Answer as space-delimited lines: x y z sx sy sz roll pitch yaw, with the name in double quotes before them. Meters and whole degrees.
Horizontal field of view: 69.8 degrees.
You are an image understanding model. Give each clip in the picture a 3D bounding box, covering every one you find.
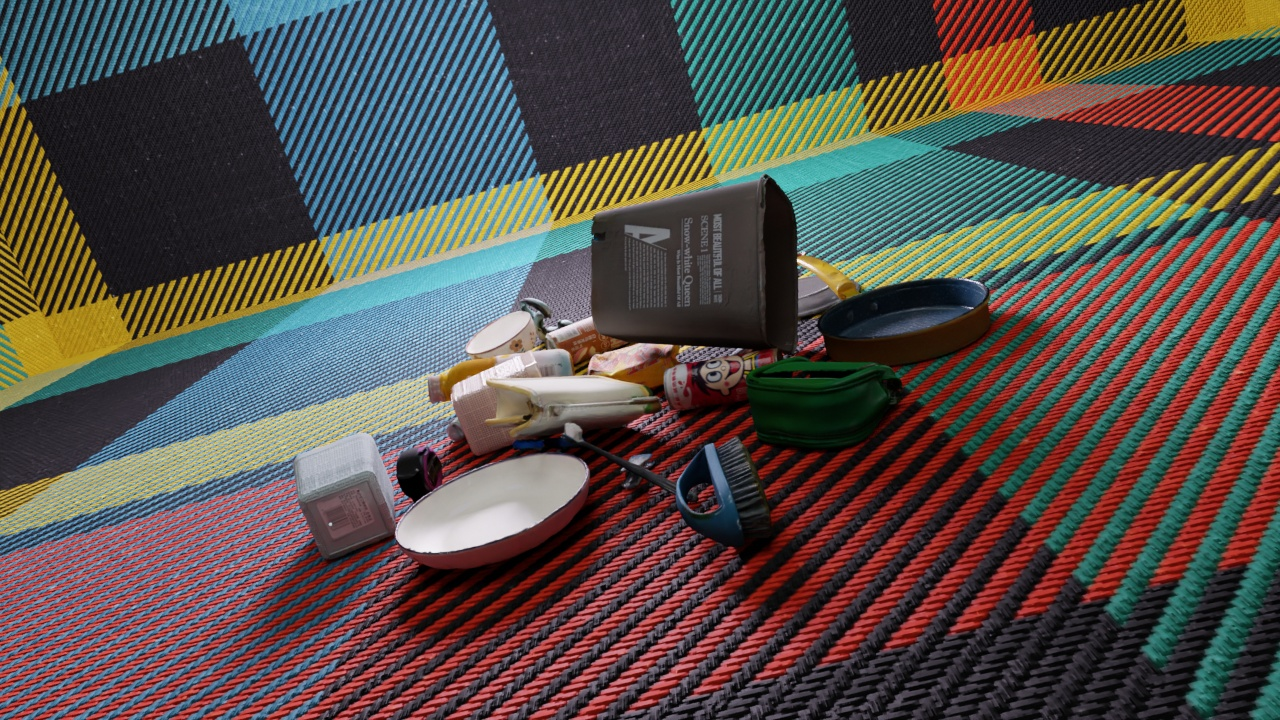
"clip" -0.005 0.108 0.920 0.025 0.032 0.057 -6 16 20

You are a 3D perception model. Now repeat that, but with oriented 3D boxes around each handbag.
"handbag" -0.065 0.053 1.004 0.163 0.063 0.179 -2 4 -38
"handbag" 0.179 0.037 0.910 0.120 0.068 0.131 -20 14 -37

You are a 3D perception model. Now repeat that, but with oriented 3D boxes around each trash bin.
"trash bin" 0.068 -0.105 1.113 0.220 0.199 0.198 -1 -5 20

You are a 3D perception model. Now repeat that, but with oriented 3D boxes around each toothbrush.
"toothbrush" -0.209 0.053 1.271 0.026 0.027 0.224 24 26 6
"toothbrush" -0.013 0.098 0.888 0.181 0.018 0.015 23 24 39

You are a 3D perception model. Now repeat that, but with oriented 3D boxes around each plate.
"plate" -0.136 0.148 0.878 0.192 0.039 0.192 -15 16 4
"plate" 0.232 -0.097 1.343 0.179 0.024 0.179 -15 17 4

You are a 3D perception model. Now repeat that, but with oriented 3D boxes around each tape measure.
"tape measure" -0.244 0.125 1.022 0.039 0.057 0.057 -12 40 10

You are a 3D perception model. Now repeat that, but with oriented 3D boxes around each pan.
"pan" 0.281 -0.080 1.150 0.197 0.078 0.357 -20 17 -13

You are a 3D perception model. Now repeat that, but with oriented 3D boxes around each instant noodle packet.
"instant noodle packet" -0.007 0.007 1.204 0.128 0.044 0.110 -13 21 9

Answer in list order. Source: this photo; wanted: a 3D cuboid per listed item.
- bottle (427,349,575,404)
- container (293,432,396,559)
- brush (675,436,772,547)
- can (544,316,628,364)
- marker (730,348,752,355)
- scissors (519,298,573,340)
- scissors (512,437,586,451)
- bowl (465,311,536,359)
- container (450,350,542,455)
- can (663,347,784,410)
"bottle" -0.182 0.027 1.203 0.189 0.068 0.068 -7 16 -9
"container" -0.311 0.145 0.973 0.089 0.090 0.111 -21 20 -14
"brush" 0.066 0.112 0.775 0.073 0.055 0.143 -15 17 1
"can" -0.067 -0.037 1.371 0.147 0.058 0.058 -22 18 -19
"marker" 0.116 0.001 1.153 0.017 0.017 0.144 -5 21 34
"scissors" -0.140 -0.046 1.475 0.019 0.143 0.180 -59 -1 -18
"scissors" -0.121 0.091 1.012 0.173 0.012 0.132 -5 -3 43
"bowl" -0.207 -0.021 1.423 0.113 0.062 0.113 -23 27 12
"container" -0.167 0.054 1.126 0.111 0.090 0.090 -21 17 -7
"can" 0.096 0.022 1.037 0.133 0.053 0.053 -10 18 19
